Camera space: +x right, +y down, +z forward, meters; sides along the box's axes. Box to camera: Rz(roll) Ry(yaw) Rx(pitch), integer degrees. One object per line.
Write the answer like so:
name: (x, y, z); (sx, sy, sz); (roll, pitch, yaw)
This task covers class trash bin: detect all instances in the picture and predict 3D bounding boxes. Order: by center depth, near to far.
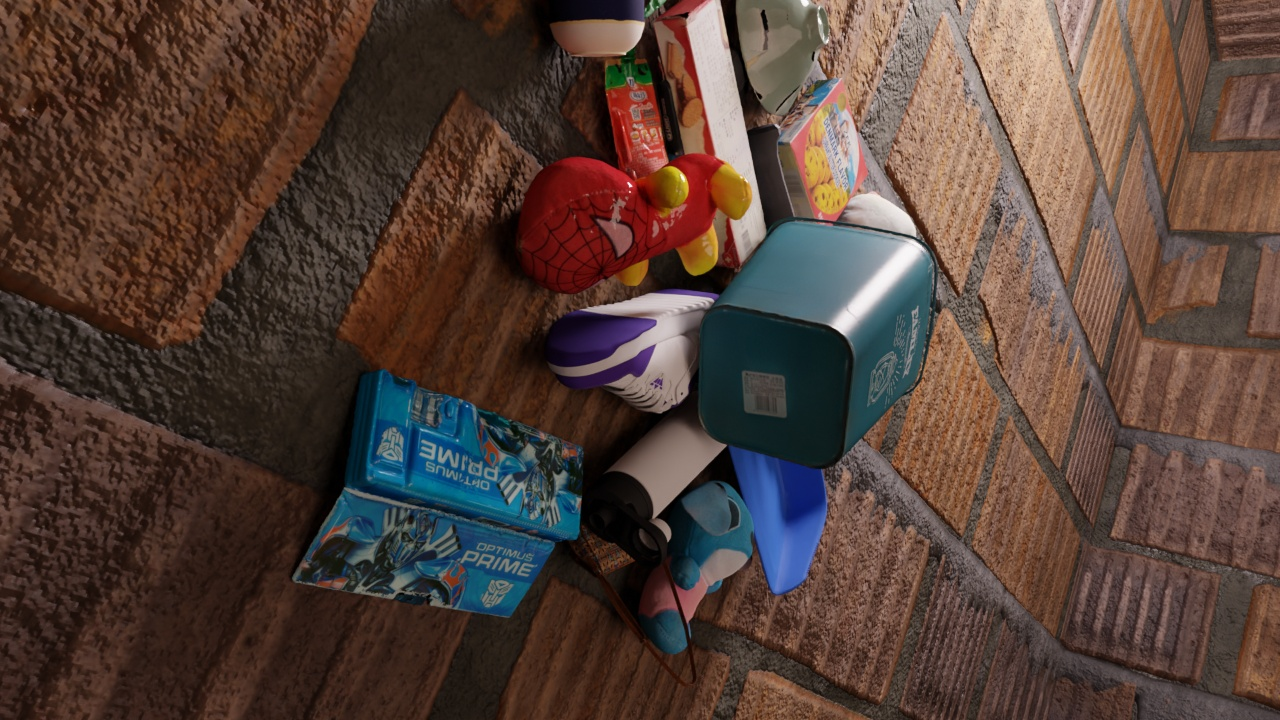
trash bin: (0.173, -0.016, 0.935); (0.218, 0.199, 0.197); (-39, 136, -51)

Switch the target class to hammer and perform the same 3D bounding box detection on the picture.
hammer: (0.181, -0.119, 1.067); (0.035, 0.139, 0.313); (-73, 148, -71)

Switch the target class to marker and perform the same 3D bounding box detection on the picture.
marker: (0.033, -0.221, 0.925); (0.015, 0.018, 0.123); (-40, 131, -35)

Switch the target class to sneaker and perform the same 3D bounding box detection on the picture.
sneaker: (-0.005, 0.005, 0.883); (0.243, 0.092, 0.111); (-22, 117, -51)

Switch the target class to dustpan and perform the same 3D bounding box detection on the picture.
dustpan: (0.186, 0.113, 1.140); (0.256, 0.060, 0.246); (-51, 128, -60)

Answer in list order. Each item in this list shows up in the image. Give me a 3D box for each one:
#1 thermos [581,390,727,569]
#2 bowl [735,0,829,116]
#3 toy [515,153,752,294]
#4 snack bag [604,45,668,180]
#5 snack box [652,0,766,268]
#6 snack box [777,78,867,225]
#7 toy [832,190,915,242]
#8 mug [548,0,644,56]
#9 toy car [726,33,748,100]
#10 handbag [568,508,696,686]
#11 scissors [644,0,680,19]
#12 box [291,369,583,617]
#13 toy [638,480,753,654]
thermos: (0.035, 0.111, 0.914); (0.229, 0.101, 0.069); (-37, 150, -50)
bowl: (0.168, -0.361, 1.002); (0.174, 0.068, 0.174); (3, 87, -59)
toy: (-0.014, -0.123, 0.808); (0.215, 0.098, 0.148); (-11, 145, -30)
snack bag: (-0.003, -0.236, 0.874); (0.087, 0.044, 0.155); (-30, 115, -54)
snack box: (0.075, -0.232, 0.954); (0.076, 0.044, 0.273); (-49, 135, -39)
snack box: (0.221, -0.248, 1.135); (0.144, 0.040, 0.143); (-52, 132, -30)
toy: (0.285, -0.133, 1.199); (0.179, 0.101, 0.139); (-39, 114, -18)
mug: (-0.036, -0.310, 0.792); (0.111, 0.086, 0.089); (-73, 162, -73)
toy car: (0.089, -0.312, 0.967); (0.042, 0.036, 0.092); (-53, 133, -30)
handbag: (-0.001, 0.224, 0.888); (0.093, 0.043, 0.195); (-13, 68, -47)
scissors: (0.034, -0.366, 0.911); (0.131, 0.012, 0.108); (-58, 136, -27)
box: (-0.144, 0.124, 0.757); (0.243, 0.060, 0.175); (29, 76, -49)
toy: (0.062, 0.227, 1.002); (0.191, 0.099, 0.224); (-63, 159, -16)
